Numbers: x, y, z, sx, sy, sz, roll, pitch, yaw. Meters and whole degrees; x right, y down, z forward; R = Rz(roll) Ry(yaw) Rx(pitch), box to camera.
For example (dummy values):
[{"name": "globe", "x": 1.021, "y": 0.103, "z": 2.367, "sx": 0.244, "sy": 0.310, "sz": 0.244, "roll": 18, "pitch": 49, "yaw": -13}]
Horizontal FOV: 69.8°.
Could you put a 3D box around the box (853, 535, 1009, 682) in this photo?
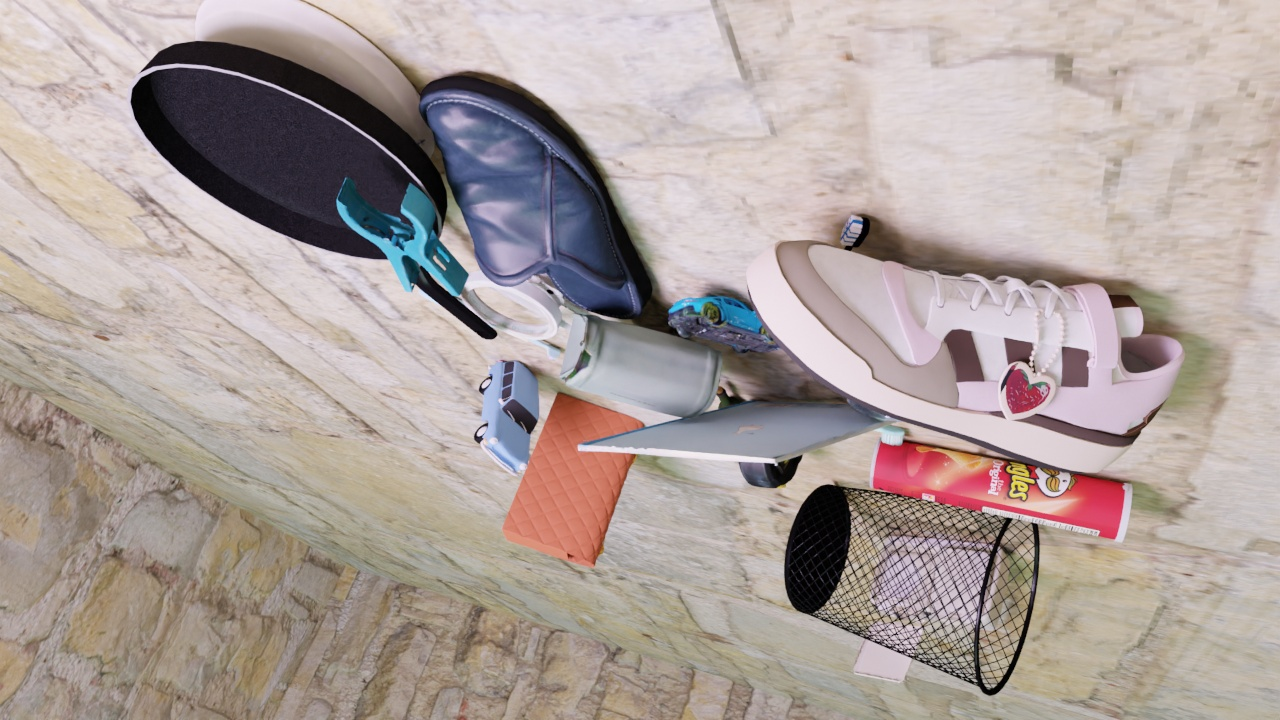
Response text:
[{"name": "box", "x": 0.322, "y": 0.281, "z": 1.027, "sx": 0.144, "sy": 0.183, "sz": 0.044, "roll": -5, "pitch": 138, "yaw": 40}]

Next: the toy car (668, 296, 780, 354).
[{"name": "toy car", "x": 0.072, "y": -0.031, "z": 0.746, "sx": 0.105, "sy": 0.032, "sz": 0.048, "roll": 16, "pitch": 160, "yaw": -28}]

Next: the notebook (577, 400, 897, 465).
[{"name": "notebook", "x": 0.099, "y": 0.055, "z": 0.755, "sx": 0.181, "sy": 0.009, "sz": 0.252, "roll": 0, "pitch": -174, "yaw": 40}]

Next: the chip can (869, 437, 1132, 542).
[{"name": "chip can", "x": 0.321, "y": 0.114, "z": 0.833, "sx": 0.215, "sy": 0.051, "sz": 0.052, "roll": 10, "pitch": 154, "yaw": 23}]

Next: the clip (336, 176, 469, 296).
[{"name": "clip", "x": -0.188, "y": -0.091, "z": 0.669, "sx": 0.120, "sy": 0.030, "sz": 0.130, "roll": 11, "pitch": 156, "yaw": -3}]

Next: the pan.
[{"name": "pan", "x": -0.218, "y": -0.113, "z": 0.714, "sx": 0.226, "sy": 0.034, "sz": 0.356, "roll": 1, "pitch": 154, "yaw": 33}]

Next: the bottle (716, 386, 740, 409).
[{"name": "bottle", "x": 0.092, "y": 0.053, "z": 0.916, "sx": 0.025, "sy": 0.025, "sz": 0.106, "roll": 8, "pitch": 153, "yaw": 27}]

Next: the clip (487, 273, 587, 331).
[{"name": "clip", "x": -0.088, "y": -0.054, "z": 0.813, "sx": 0.102, "sy": 0.052, "sz": 0.060, "roll": 28, "pitch": 168, "yaw": -17}]

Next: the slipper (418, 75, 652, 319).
[{"name": "slipper", "x": -0.077, "y": -0.089, "z": 0.679, "sx": 0.109, "sy": 0.083, "sz": 0.265, "roll": 8, "pitch": 152, "yaw": 31}]

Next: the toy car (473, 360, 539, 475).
[{"name": "toy car", "x": -0.139, "y": 0.056, "z": 0.983, "sx": 0.055, "sy": 0.153, "sz": 0.056, "roll": -34, "pitch": 121, "yaw": 17}]

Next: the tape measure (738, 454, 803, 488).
[{"name": "tape measure", "x": 0.130, "y": 0.092, "z": 0.914, "sx": 0.042, "sy": 0.072, "sz": 0.071, "roll": 5, "pitch": 150, "yaw": 37}]

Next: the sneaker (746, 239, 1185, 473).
[{"name": "sneaker", "x": 0.215, "y": -0.022, "z": 0.580, "sx": 0.293, "sy": 0.111, "sz": 0.117, "roll": 23, "pitch": 129, "yaw": -11}]

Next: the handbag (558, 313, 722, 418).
[{"name": "handbag", "x": -0.005, "y": 0.005, "z": 0.784, "sx": 0.121, "sy": 0.067, "sz": 0.106, "roll": 15, "pitch": 177, "yaw": -15}]

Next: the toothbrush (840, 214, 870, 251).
[{"name": "toothbrush", "x": 0.132, "y": -0.057, "z": 0.665, "sx": 0.014, "sy": 0.014, "sz": 0.168, "roll": 10, "pitch": 157, "yaw": -4}]

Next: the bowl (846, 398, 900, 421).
[{"name": "bowl", "x": 0.192, "y": 0.011, "z": 0.708, "sx": 0.137, "sy": 0.057, "sz": 0.137, "roll": 17, "pitch": 156, "yaw": 8}]

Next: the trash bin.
[{"name": "trash bin", "x": 0.276, "y": 0.220, "z": 0.951, "sx": 0.210, "sy": 0.183, "sz": 0.184, "roll": 8, "pitch": 154, "yaw": 38}]

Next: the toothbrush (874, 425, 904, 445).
[{"name": "toothbrush", "x": 0.182, "y": 0.062, "z": 0.872, "sx": 0.135, "sy": 0.022, "sz": 0.017, "roll": 8, "pitch": 118, "yaw": 24}]

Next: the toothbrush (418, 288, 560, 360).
[{"name": "toothbrush", "x": -0.152, "y": -0.038, "z": 0.928, "sx": 0.155, "sy": 0.016, "sz": 0.022, "roll": 26, "pitch": -164, "yaw": -13}]

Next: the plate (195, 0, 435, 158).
[{"name": "plate", "x": -0.240, "y": -0.184, "z": 0.666, "sx": 0.182, "sy": 0.034, "sz": 0.182, "roll": 17, "pitch": 156, "yaw": 8}]

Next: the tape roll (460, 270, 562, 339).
[{"name": "tape roll", "x": -0.115, "y": -0.048, "z": 0.816, "sx": 0.093, "sy": 0.013, "sz": 0.093, "roll": 17, "pitch": 156, "yaw": 8}]

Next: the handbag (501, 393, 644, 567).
[{"name": "handbag", "x": -0.072, "y": 0.138, "z": 1.044, "sx": 0.109, "sy": 0.171, "sz": 0.060, "roll": 17, "pitch": 156, "yaw": 8}]
